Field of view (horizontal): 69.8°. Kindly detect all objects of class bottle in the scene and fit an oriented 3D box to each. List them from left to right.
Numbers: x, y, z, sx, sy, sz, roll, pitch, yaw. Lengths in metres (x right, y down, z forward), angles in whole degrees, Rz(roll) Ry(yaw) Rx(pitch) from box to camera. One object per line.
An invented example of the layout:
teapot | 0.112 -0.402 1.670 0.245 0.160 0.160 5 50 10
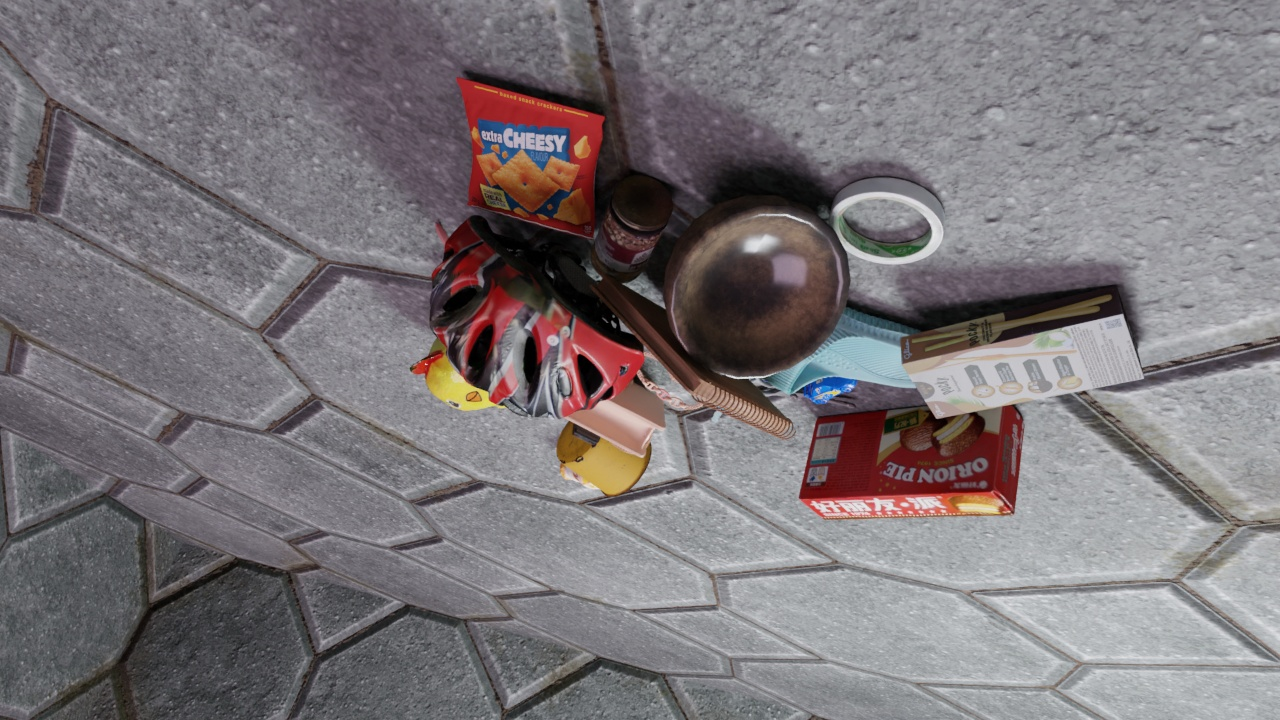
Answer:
bottle | -0.073 0.164 1.398 0.109 0.063 0.063 -5 144 38
bottle | -0.010 -0.120 0.858 0.056 0.056 0.105 21 152 -6

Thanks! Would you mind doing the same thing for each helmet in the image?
helmet | -0.105 -0.036 0.885 0.217 0.167 0.272 40 179 7

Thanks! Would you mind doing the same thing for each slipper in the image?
slipper | 0.176 -0.014 0.926 0.276 0.069 0.116 16 149 2

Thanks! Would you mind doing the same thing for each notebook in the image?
notebook | 0.058 0.000 0.897 0.169 0.022 0.210 48 -167 32

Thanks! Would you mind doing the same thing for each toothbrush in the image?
toothbrush | -0.201 -0.097 1.059 0.016 0.015 0.185 6 149 16

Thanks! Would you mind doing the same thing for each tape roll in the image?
tape roll | 0.207 -0.117 0.775 0.094 0.018 0.094 15 152 8

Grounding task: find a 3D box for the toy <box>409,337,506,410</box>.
toy | -0.191 0.020 1.180 0.207 0.092 0.134 28 139 -27

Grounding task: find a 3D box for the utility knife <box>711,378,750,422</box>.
utility knife | 0.103 0.046 1.112 0.022 0.015 0.149 48 155 11

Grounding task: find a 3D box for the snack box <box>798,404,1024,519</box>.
snack box | 0.300 0.115 1.031 0.237 0.113 0.060 -11 139 43

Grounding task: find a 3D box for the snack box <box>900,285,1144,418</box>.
snack box | 0.347 -0.003 0.842 0.186 0.031 0.101 -15 139 30

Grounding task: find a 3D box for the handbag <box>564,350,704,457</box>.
handbag | -0.007 0.006 1.103 0.198 0.116 0.188 29 114 -11

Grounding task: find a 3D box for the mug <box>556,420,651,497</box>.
mug | -0.061 0.124 1.279 0.094 0.100 0.124 39 148 -30

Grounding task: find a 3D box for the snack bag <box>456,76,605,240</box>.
snack bag | -0.098 -0.178 0.823 0.131 0.039 0.144 16 142 6

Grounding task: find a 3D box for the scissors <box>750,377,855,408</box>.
scissors | 0.170 0.043 1.086 0.160 0.014 0.121 22 151 0

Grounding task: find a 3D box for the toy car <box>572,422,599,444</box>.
toy car | -0.065 0.066 1.182 0.040 0.092 0.037 28 137 -20

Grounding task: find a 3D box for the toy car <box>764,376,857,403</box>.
toy car | 0.188 0.019 1.008 0.062 0.033 0.092 21 153 -19

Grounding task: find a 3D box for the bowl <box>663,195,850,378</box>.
bowl | 0.096 -0.070 0.806 0.162 0.070 0.162 -6 118 -11
